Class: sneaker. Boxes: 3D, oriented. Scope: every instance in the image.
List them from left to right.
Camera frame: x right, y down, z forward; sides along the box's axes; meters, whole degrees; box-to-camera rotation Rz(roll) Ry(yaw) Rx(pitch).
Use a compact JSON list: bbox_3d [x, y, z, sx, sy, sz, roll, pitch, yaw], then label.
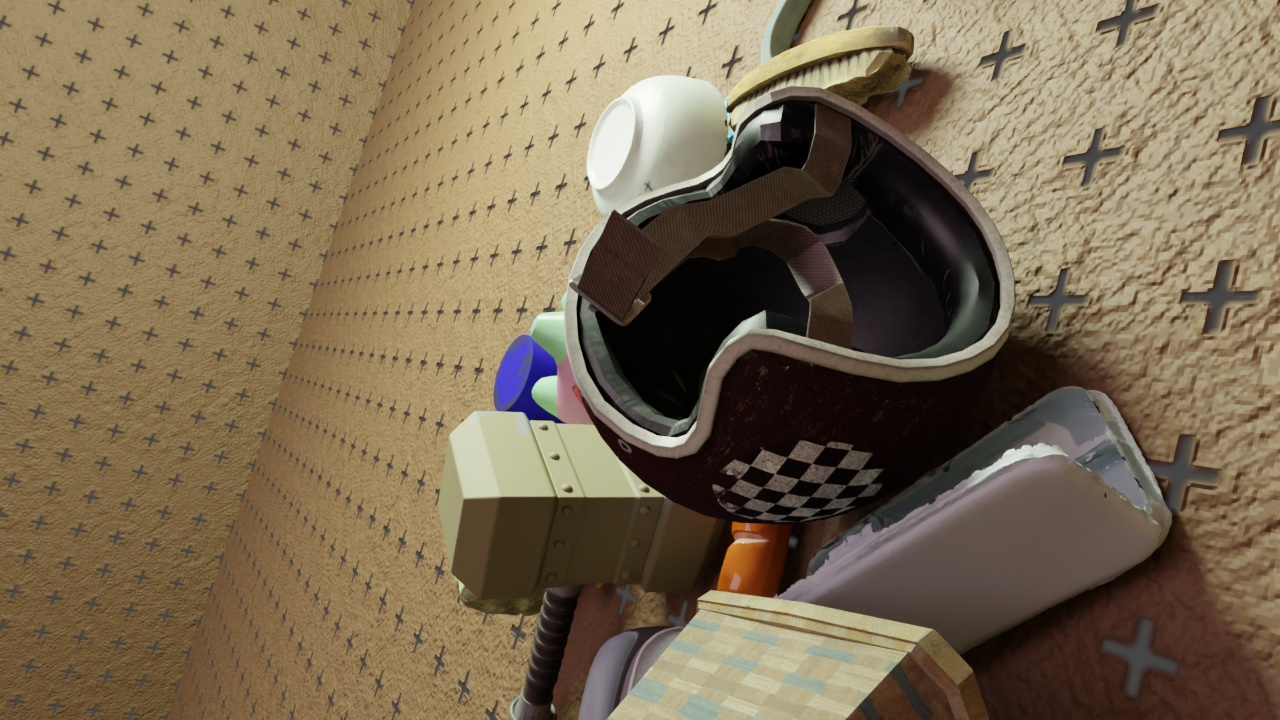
[{"bbox_3d":[0.024,0.279,0.532,0.161,0.093,0.256,-18,45,43],"label":"sneaker"}]

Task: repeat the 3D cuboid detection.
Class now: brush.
[{"bbox_3d":[0.131,-0.209,0.703,0.196,0.059,0.043,-2,81,58],"label":"brush"}]

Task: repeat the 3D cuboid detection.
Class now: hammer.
[{"bbox_3d":[-0.068,0.205,0.706,0.100,0.190,0.325,-121,40,-55],"label":"hammer"}]

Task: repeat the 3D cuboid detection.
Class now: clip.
[{"bbox_3d":[0.163,-0.312,0.747,0.165,0.031,0.168,-10,66,55],"label":"clip"}]

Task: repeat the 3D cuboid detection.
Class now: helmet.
[{"bbox_3d":[0.071,-0.025,0.495,0.254,0.233,0.232,121,164,-50],"label":"helmet"}]

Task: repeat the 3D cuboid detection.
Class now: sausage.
[{"bbox_3d":[0.081,0.089,0.612,0.039,0.044,0.164,143,141,-60],"label":"sausage"}]

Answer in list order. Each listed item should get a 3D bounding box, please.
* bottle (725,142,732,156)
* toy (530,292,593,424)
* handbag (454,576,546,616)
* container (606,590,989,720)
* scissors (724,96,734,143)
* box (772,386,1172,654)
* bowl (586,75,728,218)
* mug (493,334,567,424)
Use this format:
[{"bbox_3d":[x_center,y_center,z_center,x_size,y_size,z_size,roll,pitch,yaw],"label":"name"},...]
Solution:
[{"bbox_3d":[0.056,-0.167,0.822,0.130,0.040,0.040,1,73,60],"label":"bottle"},{"bbox_3d":[-0.005,0.004,0.754,0.119,0.171,0.223,-46,-29,-43],"label":"toy"},{"bbox_3d":[-0.082,0.152,0.792,0.187,0.113,0.117,-65,31,14],"label":"handbag"},{"bbox_3d":[0.107,0.214,0.377,0.158,0.186,0.250,-11,101,57],"label":"container"},{"bbox_3d":[0.097,-0.199,0.808,0.056,0.015,0.136,-58,37,24],"label":"scissors"},{"bbox_3d":[0.145,0.087,0.467,0.211,0.130,0.105,-41,30,32],"label":"box"},{"bbox_3d":[0.004,-0.178,0.800,0.154,0.072,0.153,-26,59,53],"label":"bowl"},{"bbox_3d":[-0.090,0.039,0.896,0.079,0.083,0.111,-34,44,47],"label":"mug"}]
